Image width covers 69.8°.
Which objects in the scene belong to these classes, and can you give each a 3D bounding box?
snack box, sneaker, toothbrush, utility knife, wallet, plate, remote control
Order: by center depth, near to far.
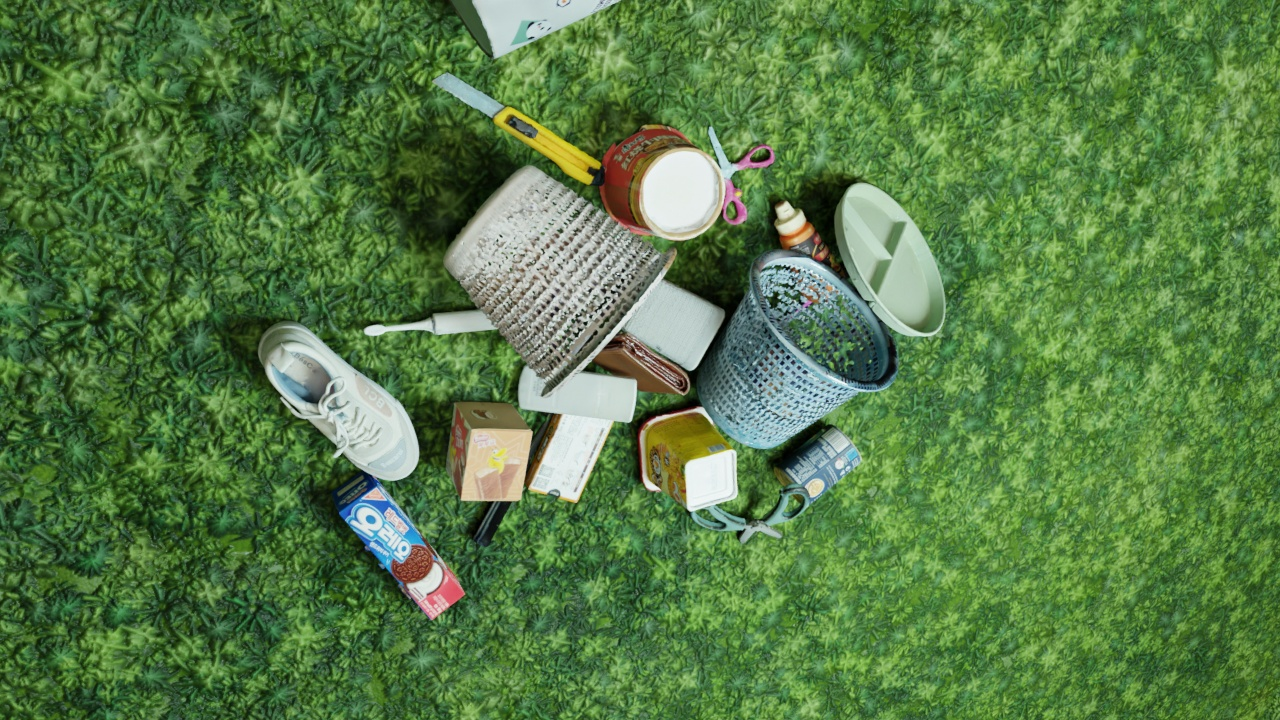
[{"bbox_3d":[-0.336,0.058,1.051,0.089,0.091,0.242,-40,121,-5],"label":"sneaker"},{"bbox_3d":[-0.134,-0.265,1.059,0.230,0.015,0.033,28,91,-25],"label":"utility knife"},{"bbox_3d":[-0.219,-0.046,1.102,0.220,0.026,0.026,-7,86,-22],"label":"toothbrush"},{"bbox_3d":[-0.190,0.111,1.135,0.077,0.093,0.094,4,107,-25],"label":"snack box"},{"bbox_3d":[-0.303,0.233,1.151,0.058,0.057,0.207,-36,119,-12],"label":"snack box"},{"bbox_3d":[-0.080,0.041,1.168,0.150,0.021,0.058,8,99,-1],"label":"remote control"},{"bbox_3d":[-0.007,0.007,1.177,0.124,0.101,0.032,35,68,-29],"label":"wallet"},{"bbox_3d":[-0.162,0.147,1.201,0.213,0.027,0.026,-62,164,5],"label":"toothbrush"},{"bbox_3d":[-0.090,0.110,1.218,0.075,0.026,0.154,20,99,-28],"label":"snack box"},{"bbox_3d":[0.336,-0.134,1.239,0.230,0.028,0.229,23,54,-35],"label":"plate"},{"bbox_3d":[0.234,-0.081,1.303,0.189,0.018,0.014,-37,119,-3],"label":"toothbrush"}]

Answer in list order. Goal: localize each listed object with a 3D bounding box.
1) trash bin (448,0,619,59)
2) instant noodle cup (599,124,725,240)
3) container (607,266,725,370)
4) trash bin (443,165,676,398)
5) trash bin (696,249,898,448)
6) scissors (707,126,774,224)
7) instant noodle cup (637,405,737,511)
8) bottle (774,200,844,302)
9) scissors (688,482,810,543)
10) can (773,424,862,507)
[{"bbox_3d":[-0.085,-0.443,0.910,0.252,0.229,0.230,-32,119,-5],"label":"trash bin"},{"bbox_3d":[0.032,-0.207,1.103,0.137,0.108,0.138,-7,112,-19],"label":"instant noodle cup"},{"bbox_3d":[0.028,-0.058,1.175,0.114,0.090,0.090,27,96,-26],"label":"container"},{"bbox_3d":[-0.103,-0.102,1.030,0.192,0.227,0.227,42,89,-8],"label":"trash bin"},{"bbox_3d":[0.182,0.003,1.188,0.226,0.226,0.196,16,134,-28],"label":"trash bin"},{"bbox_3d":[0.119,-0.244,1.188,0.136,0.017,0.133,-29,115,-8],"label":"scissors"},{"bbox_3d":[0.069,0.137,1.244,0.116,0.124,0.116,-13,114,-20],"label":"instant noodle cup"},{"bbox_3d":[0.223,-0.151,1.245,0.066,0.067,0.149,-36,113,-8],"label":"bottle"},{"bbox_3d":[0.161,0.217,1.333,0.174,0.019,0.170,22,133,-23],"label":"scissors"},{"bbox_3d":[0.265,0.155,1.367,0.111,0.075,0.075,-38,120,-7],"label":"can"}]
